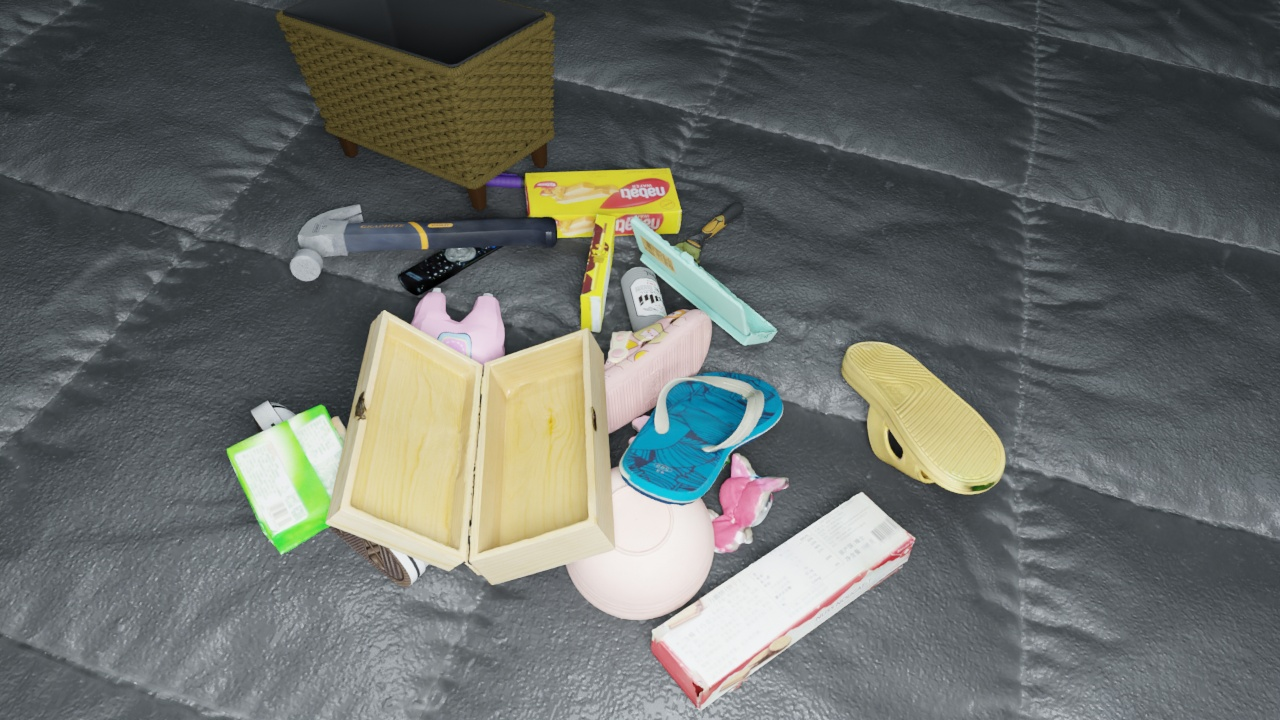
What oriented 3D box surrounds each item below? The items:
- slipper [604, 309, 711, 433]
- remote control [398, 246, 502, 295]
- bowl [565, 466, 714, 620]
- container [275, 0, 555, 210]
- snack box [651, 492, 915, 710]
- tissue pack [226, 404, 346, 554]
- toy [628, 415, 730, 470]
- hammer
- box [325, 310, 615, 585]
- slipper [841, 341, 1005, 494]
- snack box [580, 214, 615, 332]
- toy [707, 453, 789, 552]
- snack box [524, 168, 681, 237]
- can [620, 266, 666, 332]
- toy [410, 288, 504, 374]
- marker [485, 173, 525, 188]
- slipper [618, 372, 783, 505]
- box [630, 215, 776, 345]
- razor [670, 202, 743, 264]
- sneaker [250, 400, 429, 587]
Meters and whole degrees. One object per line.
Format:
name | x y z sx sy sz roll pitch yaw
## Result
slipper | -0.006 0.006 1.018 0.196 0.093 0.081 -38 52 -25
remote control | -0.233 -0.123 1.143 0.045 0.021 0.140 29 48 28
bowl | -0.002 0.160 0.864 0.153 0.076 0.152 0 62 0
container | -0.272 -0.347 1.181 0.321 0.205 0.176 25 50 28
snack box | 0.139 0.222 0.870 0.272 0.044 0.076 -27 51 -27
tissue pack | -0.301 0.101 0.817 0.099 0.034 0.114 -27 63 -22
toy | 0.034 0.094 0.970 0.095 0.041 0.109 -25 52 -10
hammer | -0.260 -0.152 1.136 0.312 0.035 0.139 -2 37 -3
box | -0.150 0.075 0.869 0.252 0.119 0.247 9 42 -13
slipper | 0.299 0.071 0.999 0.099 0.078 0.263 -8 34 -13
snack box | -0.052 -0.108 1.123 0.025 0.061 0.148 6 49 1
toy | 0.102 0.151 0.927 0.065 0.050 0.102 27 78 34
snack box | -0.051 -0.209 1.222 0.200 0.042 0.092 -3 49 -8
can | 0.006 -0.063 1.101 0.044 0.044 0.106 -5 50 -11
toy | -0.215 -0.004 1.013 0.123 0.067 0.157 7 53 -2
marker | -0.149 -0.245 1.260 0.134 0.015 0.018 3 80 -4
slipper | 0.066 0.054 0.931 0.118 0.060 0.294 19 26 18
box | 0.070 -0.090 1.092 0.187 0.055 0.138 42 13 28
razor | 0.095 -0.175 1.225 0.044 0.021 0.143 32 51 20
sneaker | -0.274 0.107 0.893 0.245 0.091 0.097 32 53 22
